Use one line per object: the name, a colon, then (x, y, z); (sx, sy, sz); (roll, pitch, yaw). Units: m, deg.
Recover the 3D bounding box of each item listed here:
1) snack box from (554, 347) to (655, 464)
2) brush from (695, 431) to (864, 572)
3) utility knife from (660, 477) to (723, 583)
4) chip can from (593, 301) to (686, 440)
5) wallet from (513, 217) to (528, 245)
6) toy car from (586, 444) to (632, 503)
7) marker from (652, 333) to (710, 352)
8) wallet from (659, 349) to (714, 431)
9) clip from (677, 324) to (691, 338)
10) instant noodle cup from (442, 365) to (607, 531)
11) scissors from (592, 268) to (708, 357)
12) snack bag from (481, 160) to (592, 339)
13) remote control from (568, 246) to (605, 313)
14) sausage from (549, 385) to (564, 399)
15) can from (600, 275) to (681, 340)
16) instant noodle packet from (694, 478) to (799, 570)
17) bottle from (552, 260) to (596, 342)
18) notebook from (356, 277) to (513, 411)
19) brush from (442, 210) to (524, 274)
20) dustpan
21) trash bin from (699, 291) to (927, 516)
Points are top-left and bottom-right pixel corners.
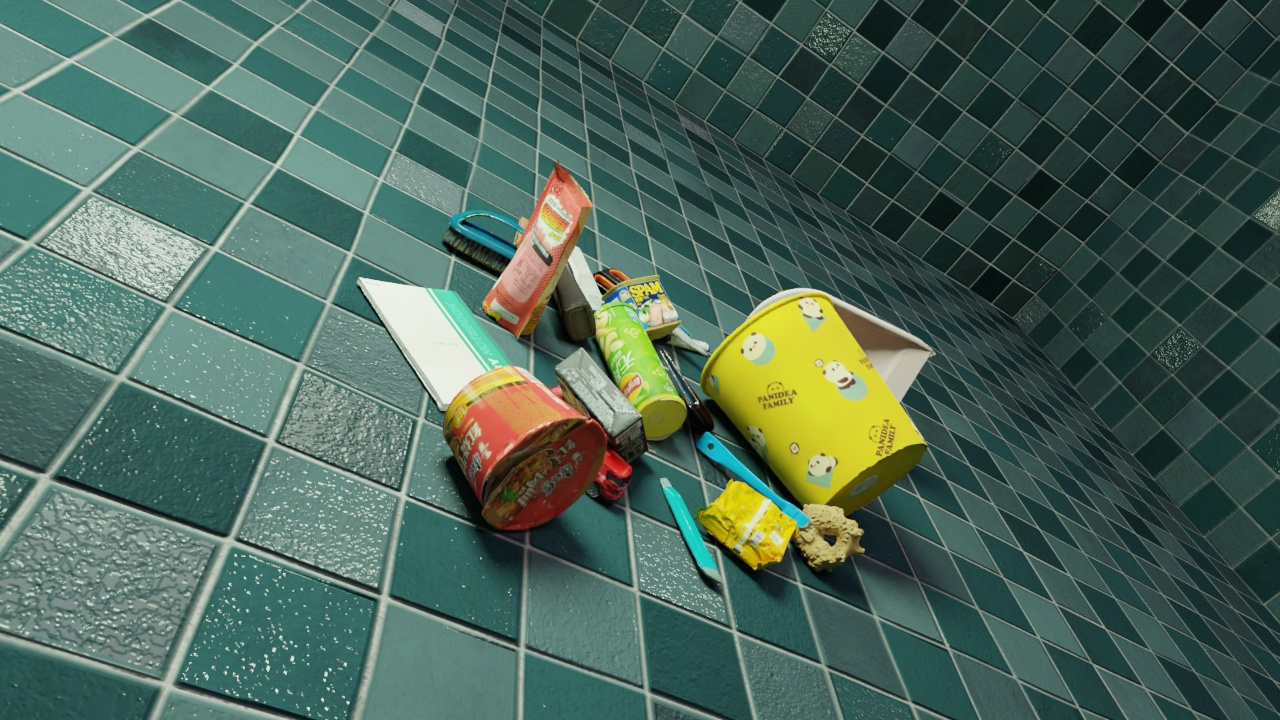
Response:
snack box: (-0.040, 0.060, 1.067); (0.113, 0.053, 0.126); (48, -15, 24)
brush: (0.174, 0.177, 1.182); (0.255, 0.083, 0.046); (38, 0, 19)
utility knife: (0.054, 0.190, 1.051); (0.029, 0.013, 0.171); (23, 24, -33)
chip can: (-0.007, 0.007, 1.227); (0.072, 0.073, 0.221); (19, 29, -34)
wallet: (-0.150, -0.178, 1.440); (0.101, 0.020, 0.115); (31, 22, -19)
toy car: (-0.062, 0.105, 1.011); (0.120, 0.045, 0.052); (36, 23, 3)
marker: (0.062, -0.029, 1.454); (0.130, 0.018, 0.022); (13, 41, -40)
wallet: (0.063, 0.042, 1.243); (0.096, 0.020, 0.122); (57, 1, 23)
clip: (0.061, -0.053, 1.499); (0.057, 0.014, 0.046); (42, 22, 15)
instant noodle cup: (-0.117, 0.078, 0.887); (0.137, 0.138, 0.108); (7, 29, -48)
scissors: (0.009, -0.068, 1.432); (0.124, 0.022, 0.235); (-6, 45, -43)
snack bag: (-0.128, -0.137, 1.161); (0.073, 0.208, 0.128); (13, 32, -33)
remote control: (-0.090, -0.123, 1.383); (0.049, 0.024, 0.125); (2, 57, -50)
sausage: (-0.081, 0.034, 1.145); (0.020, 0.020, 0.155); (44, 25, 16)
can: (0.004, -0.075, 1.372); (0.101, 0.057, 0.083); (-17, 74, -46)
instant noodle packet: (0.130, 0.197, 1.101); (0.111, 0.044, 0.128); (35, 19, 13)
bottle: (-0.110, -0.110, 1.303); (0.044, 0.080, 0.194); (-19, 43, -7)
notebook: (-0.221, -0.019, 1.063); (0.150, 0.012, 0.209); (3, 40, -53)
brush: (-0.200, -0.166, 1.281); (0.143, 0.074, 0.055); (26, 17, -22)
dustpan: (0.291, 0.014, 1.454); (0.273, 0.223, 0.138); (30, 9, 16)
trash bin: (0.247, 0.073, 1.286); (0.229, 0.230, 0.255); (3, 46, -51)
